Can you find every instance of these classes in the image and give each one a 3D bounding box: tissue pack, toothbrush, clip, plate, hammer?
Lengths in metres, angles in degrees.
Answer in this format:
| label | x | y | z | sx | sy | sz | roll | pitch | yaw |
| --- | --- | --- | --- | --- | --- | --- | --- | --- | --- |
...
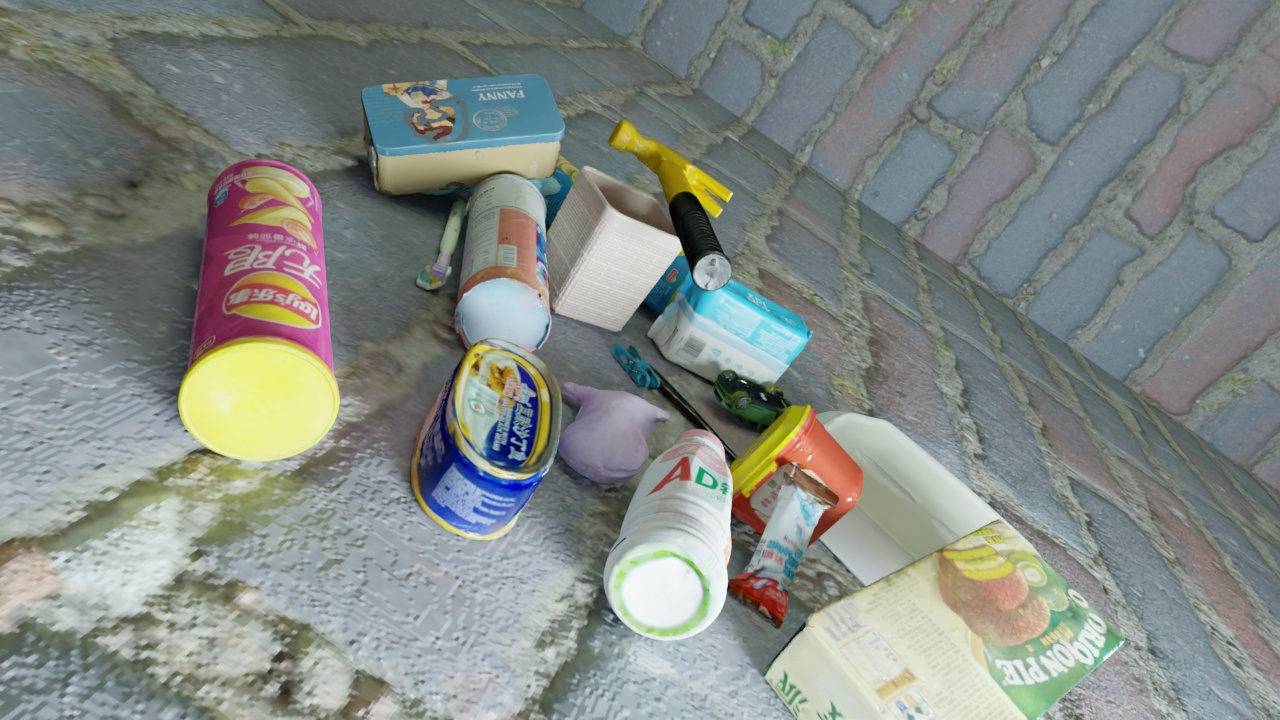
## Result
| label | x | y | z | sx | sy | sz | roll | pitch | yaw |
| --- | --- | --- | --- | --- | --- | --- | --- | --- | --- |
| tissue pack | 0.087 | -0.027 | 0.876 | 0.140 | 0.090 | 0.063 | 27 | 24 | -18 |
| toothbrush | -0.163 | -0.104 | 0.780 | 0.189 | 0.029 | 0.020 | -98 | 171 | -62 |
| clip | -0.004 | 0.005 | 0.789 | 0.042 | 0.014 | 0.056 | 11 | 30 | -44 |
| plate | 0.229 | 0.132 | 0.752 | 0.161 | 0.034 | 0.265 | -24 | 58 | -38 |
| toothbrush | 0.061 | 0.059 | 0.768 | 0.181 | 0.018 | 0.015 | 44 | 27 | 26 |
| hammer | 0.040 | -0.136 | 0.810 | 0.128 | 0.033 | 0.300 | 27 | 23 | -19 |

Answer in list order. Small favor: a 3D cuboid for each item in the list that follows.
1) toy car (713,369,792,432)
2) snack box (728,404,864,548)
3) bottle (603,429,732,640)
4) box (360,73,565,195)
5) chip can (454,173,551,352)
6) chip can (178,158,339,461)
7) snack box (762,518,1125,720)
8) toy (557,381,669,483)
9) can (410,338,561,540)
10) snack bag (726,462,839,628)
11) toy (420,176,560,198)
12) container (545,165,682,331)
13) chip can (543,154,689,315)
| label | x | y | z | sx | sy | sz | roll | pitch | yaw |
| --- | --- | --- | --- | --- | --- | --- | --- | --- | --- |
| toy car | 0.105 | 0.040 | 0.837 | 0.091 | 0.036 | 0.043 | 24 | 26 | -27 |
| snack box | 0.113 | 0.091 | 0.683 | 0.080 | 0.091 | 0.081 | 44 | 23 | 4 |
| bottle | 0.026 | 0.096 | 0.583 | 0.068 | 0.068 | 0.196 | 34 | 20 | -2 |
| box | -0.153 | -0.204 | 0.822 | 0.184 | 0.061 | 0.089 | -13 | 59 | -18 |
| chip can | -0.109 | -0.081 | 0.739 | 0.071 | 0.071 | 0.214 | 26 | 24 | -20 |
| chip can | -0.210 | -0.039 | 0.514 | 0.071 | 0.071 | 0.210 | 20 | 26 | -32 |
| snack box | 0.198 | 0.186 | 0.578 | 0.239 | 0.063 | 0.114 | -10 | 48 | -43 |
| toy | -0.024 | 0.049 | 0.641 | 0.084 | 0.039 | 0.107 | 16 | 27 | 1 |
| can | -0.090 | 0.042 | 0.549 | 0.074 | 0.049 | 0.148 | 29 | 23 | -14 |
| snack bag | 0.097 | 0.123 | 0.619 | 0.048 | 0.104 | 0.026 | 34 | -20 | -2 |
| toy | -0.157 | -0.190 | 0.881 | 0.161 | 0.050 | 0.155 | 35 | 46 | 22 |
| container | -0.033 | -0.096 | 0.821 | 0.090 | 0.111 | 0.090 | 16 | 29 | -37 |
| chip can | -0.031 | -0.130 | 0.945 | 0.210 | 0.071 | 0.071 | 39 | 23 | 12 |
